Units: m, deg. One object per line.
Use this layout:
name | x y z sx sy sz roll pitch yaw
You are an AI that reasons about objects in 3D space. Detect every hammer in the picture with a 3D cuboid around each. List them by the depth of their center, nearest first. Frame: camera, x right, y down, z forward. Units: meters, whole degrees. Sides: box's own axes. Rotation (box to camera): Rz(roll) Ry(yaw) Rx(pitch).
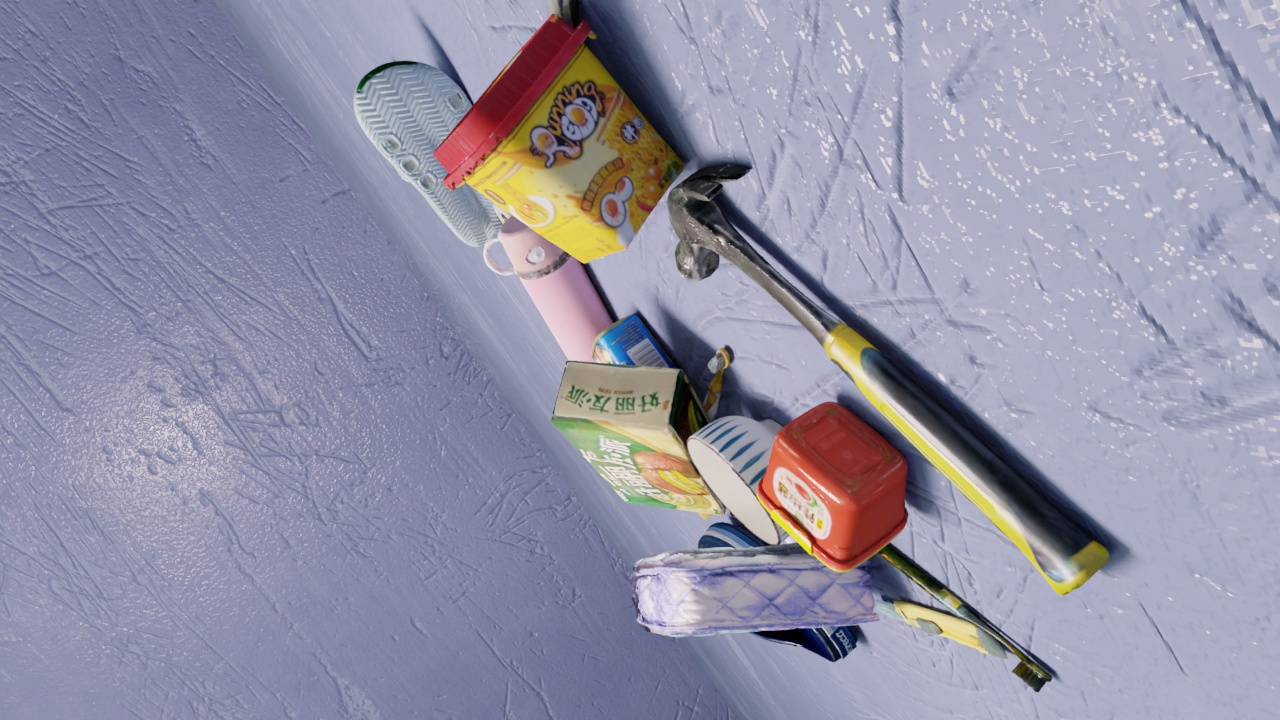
hammer | 0.125 0.001 0.525 0.323 0.032 0.126 47 167 24

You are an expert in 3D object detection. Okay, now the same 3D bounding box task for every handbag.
handbag | 0.101 0.197 0.802 0.134 0.193 0.075 147 123 -66

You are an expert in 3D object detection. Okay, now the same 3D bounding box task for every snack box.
snack box | 0.133 0.081 0.622 0.091 0.081 0.080 43 151 35
snack box | 0.011 0.081 0.889 0.115 0.063 0.240 5 155 19

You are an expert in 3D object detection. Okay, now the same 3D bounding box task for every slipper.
slipper | -0.212 -0.220 0.978 0.074 0.104 0.245 45 172 38
slipper | 0.147 0.283 1.076 0.253 0.095 0.105 27 149 55

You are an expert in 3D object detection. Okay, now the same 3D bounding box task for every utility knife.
utility knife | 0.238 0.214 0.752 0.031 0.021 0.198 59 172 0

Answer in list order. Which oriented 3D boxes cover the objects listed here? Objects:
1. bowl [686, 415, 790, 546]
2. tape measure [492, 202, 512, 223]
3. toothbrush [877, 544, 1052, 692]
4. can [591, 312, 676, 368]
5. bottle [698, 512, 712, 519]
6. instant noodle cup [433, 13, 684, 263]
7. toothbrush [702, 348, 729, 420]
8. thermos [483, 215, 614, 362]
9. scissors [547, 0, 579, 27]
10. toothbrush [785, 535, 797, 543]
bowl | 0.101 0.092 0.777 0.116 0.066 0.117 48 166 15
tape measure | -0.129 -0.154 1.000 0.066 0.033 0.066 42 166 33
toothbrush | 0.224 0.179 0.685 0.012 0.017 0.186 33 -176 -43
can | -0.006 0.006 0.943 0.083 0.057 0.102 53 167 7
bottle | 0.017 0.090 1.066 0.218 0.065 0.065 52 168 2
instant noodle cup | -0.049 -0.133 0.590 0.123 0.116 0.116 40 162 -19
toothbrush | 0.065 0.028 0.836 0.016 0.018 0.191 51 167 15
thermos | -0.091 -0.067 0.985 0.067 0.087 0.199 -102 -15 -53
scissors | -0.035 -0.174 0.660 0.197 0.015 0.205 57 167 -15
toothbrush | 0.156 0.179 0.923 0.189 0.021 0.029 46 -162 33
